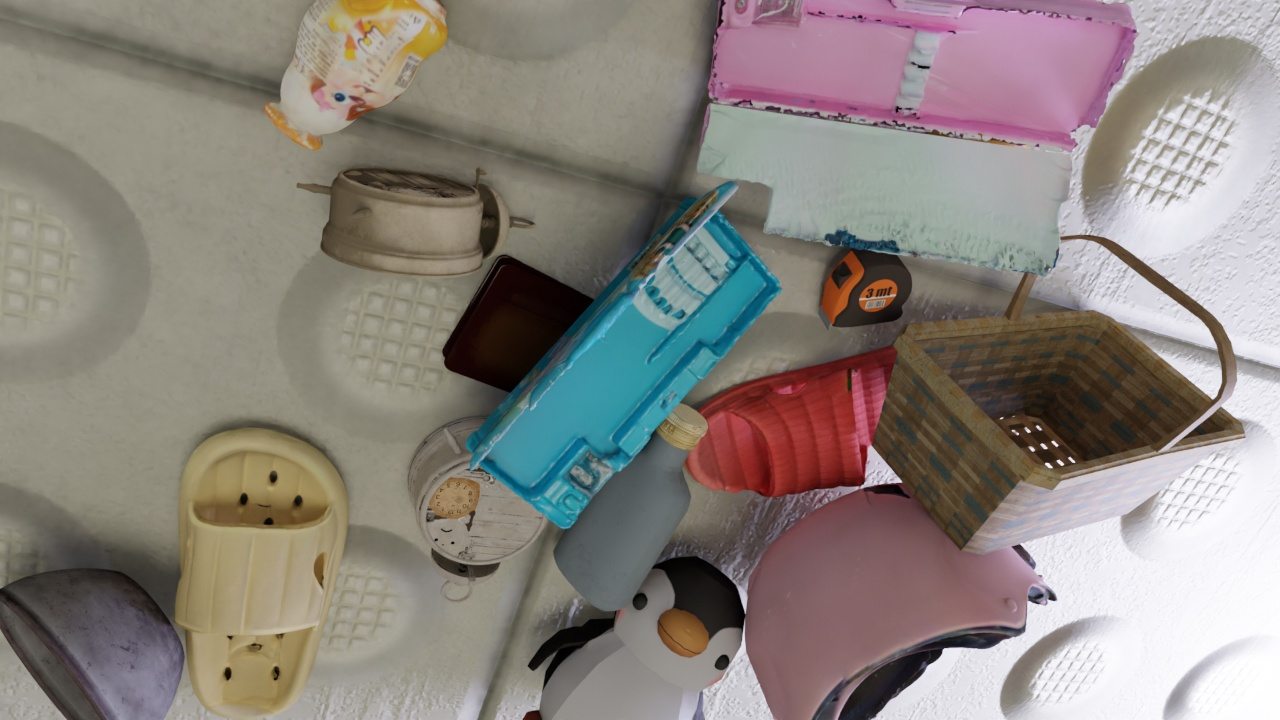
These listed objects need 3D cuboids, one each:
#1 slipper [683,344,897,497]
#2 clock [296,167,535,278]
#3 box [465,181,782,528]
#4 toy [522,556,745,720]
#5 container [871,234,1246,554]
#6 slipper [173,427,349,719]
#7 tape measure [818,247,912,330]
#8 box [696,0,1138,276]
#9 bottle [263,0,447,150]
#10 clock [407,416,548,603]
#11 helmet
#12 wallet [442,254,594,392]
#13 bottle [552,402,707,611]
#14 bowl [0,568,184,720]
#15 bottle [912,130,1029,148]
[{"bbox_3d":[0.154,0.051,0.705,0.248,0.059,0.104,-17,121,-7],"label":"slipper"},{"bbox_3d":[-0.122,-0.087,0.545,0.140,0.093,0.055,-7,116,-41],"label":"clock"},{"bbox_3d":[-0.019,-0.010,0.586,0.227,0.085,0.170,-48,153,-3],"label":"box"},{"bbox_3d":[0.011,0.242,0.751,0.159,0.140,0.184,36,95,3],"label":"toy"},{"bbox_3d":[0.304,0.017,0.642,0.249,0.157,0.187,-5,133,-32],"label":"container"},{"bbox_3d":[-0.270,0.172,0.649,0.111,0.079,0.262,4,117,-21],"label":"slipper"},{"bbox_3d":[0.162,-0.056,0.662,0.058,0.038,0.059,-9,134,-10],"label":"tape measure"},{"bbox_3d":[0.153,-0.146,0.552,0.230,0.062,0.161,10,116,5],"label":"box"},{"bbox_3d":[-0.156,-0.165,0.497,0.109,0.063,0.063,-45,120,10],"label":"bottle"},{"bbox_3d":[-0.119,0.117,0.666,0.103,0.061,0.157,9,113,-20],"label":"clock"},{"bbox_3d":[0.181,0.187,0.717,0.230,0.152,0.255,-41,154,20],"label":"helmet"},{"bbox_3d":[-0.068,-0.011,0.636,0.115,0.018,0.092,25,109,-28],"label":"wallet"},{"bbox_3d":[-0.003,0.105,0.684,0.046,0.072,0.161,1,124,-54],"label":"bottle"},{"bbox_3d":[-0.362,0.194,0.618,0.067,0.145,0.145,-39,133,-42],"label":"bowl"},{"bbox_3d":[0.224,-0.153,0.603,0.071,0.071,0.164,23,110,-25],"label":"bottle"}]
